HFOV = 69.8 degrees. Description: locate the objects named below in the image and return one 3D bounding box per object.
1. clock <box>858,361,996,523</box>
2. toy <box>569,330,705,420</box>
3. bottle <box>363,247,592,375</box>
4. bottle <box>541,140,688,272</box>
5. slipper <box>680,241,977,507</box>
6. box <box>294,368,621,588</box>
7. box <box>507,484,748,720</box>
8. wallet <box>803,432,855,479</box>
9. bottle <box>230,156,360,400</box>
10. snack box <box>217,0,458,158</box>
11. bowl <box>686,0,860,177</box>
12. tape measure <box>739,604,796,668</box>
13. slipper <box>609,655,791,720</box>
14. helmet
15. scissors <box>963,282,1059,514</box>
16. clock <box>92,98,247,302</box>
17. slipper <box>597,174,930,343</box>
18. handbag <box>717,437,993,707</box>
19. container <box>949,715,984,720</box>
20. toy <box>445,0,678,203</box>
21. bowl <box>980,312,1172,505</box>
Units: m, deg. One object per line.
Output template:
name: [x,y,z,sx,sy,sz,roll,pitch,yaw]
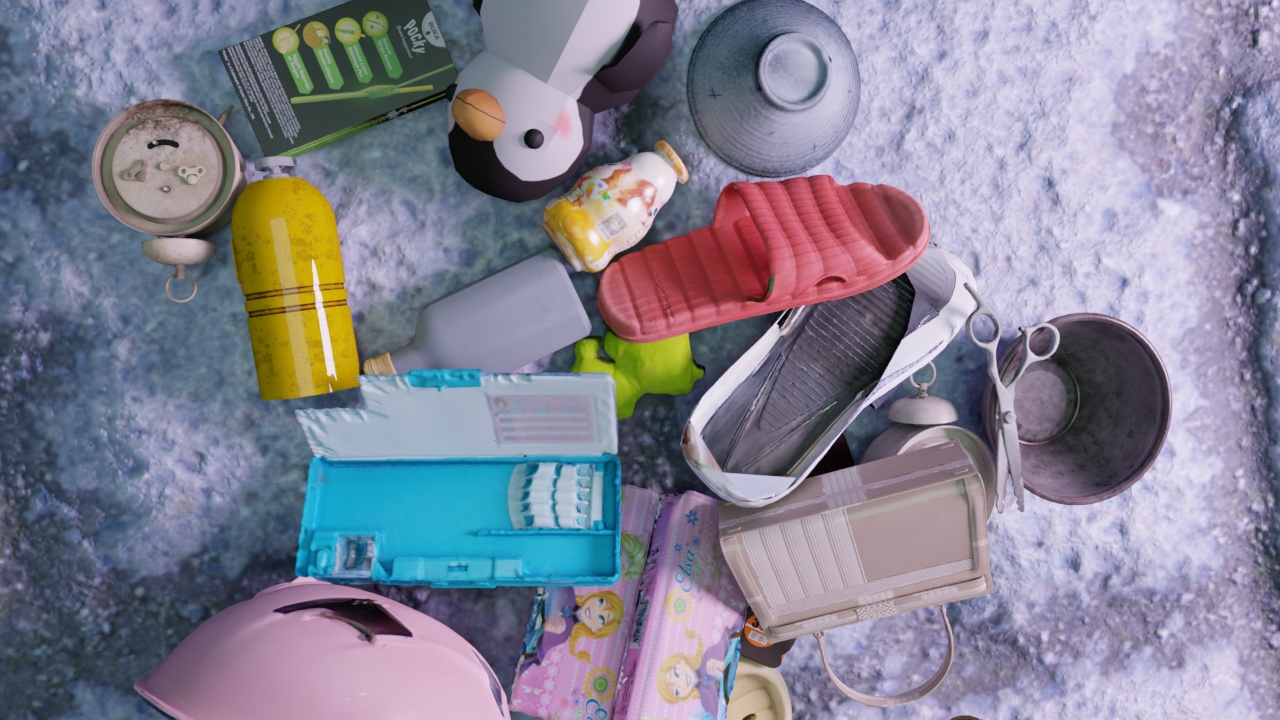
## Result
clock: [0.216,0.076,0.711,0.103,0.061,0.157,-5,98,-18]
toy: [-0.004,0.004,0.694,0.094,0.036,0.093,33,95,-1]
bottle: [-0.122,-0.018,0.673,0.161,0.046,0.072,-26,97,-4]
bottle: [-0.017,-0.114,0.669,0.109,0.063,0.063,-37,98,-4]
slipper: [0.138,0.004,0.684,0.111,0.063,0.263,42,72,15]
box: [-0.127,0.080,0.653,0.227,0.085,0.170,0,102,1]
box: [-0.002,0.201,0.658,0.160,0.063,0.230,17,68,-8]
wallet: [0.137,0.123,0.729,0.091,0.018,0.115,-22,99,-5]
bottle: [-0.245,-0.058,0.644,0.071,0.071,0.164,-8,95,-6]
snack box: [-0.212,-0.207,0.658,0.147,0.025,0.080,-23,97,-4]
bowl: [0.106,-0.207,0.677,0.137,0.057,0.137,-1,95,-7]
tape measure: [0.093,0.203,0.720,0.058,0.038,0.059,23,104,-1]
slipper: [0.006,0.327,0.702,0.261,0.079,0.111,-27,100,-3]
helmet: [-0.187,0.233,0.602,0.255,0.231,0.152,46,61,-28]
scissors: [0.256,0.028,0.666,0.117,0.014,0.161,24,89,-9]
clock: [-0.321,-0.110,0.640,0.093,0.054,0.141,-3,88,-6]
slipper: [0.085,-0.084,0.664,0.249,0.059,0.103,-16,58,1]
handbag: [0.169,0.174,0.666,0.176,0.062,0.198,-16,111,10]
container: [0.238,0.376,0.694,0.250,0.157,0.186,20,103,-8]
toy: [-0.061,-0.197,0.641,0.159,0.140,0.184,34,101,24]
bowl: [0.326,0.034,0.716,0.145,0.067,0.145,0,95,-6]
